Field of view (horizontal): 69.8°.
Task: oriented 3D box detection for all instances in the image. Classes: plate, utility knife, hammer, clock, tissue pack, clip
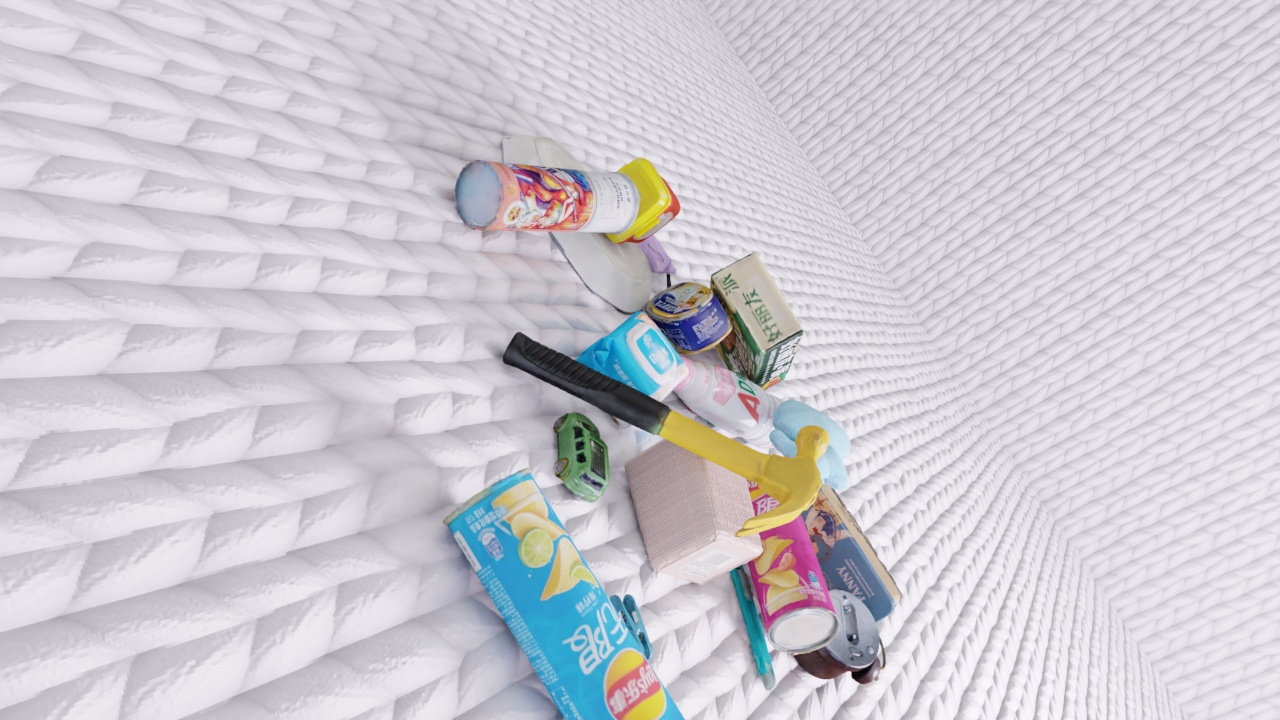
[{"bbox_3d":[-0.068,-0.175,1.117,0.265,0.034,0.161,56,23,4],"label":"plate"},{"bbox_3d":[0.102,0.226,0.910,0.029,0.013,0.215,37,28,-41],"label":"utility knife"},{"bbox_3d":[0.019,0.054,0.807,0.301,0.033,0.128,26,51,3],"label":"hammer"},{"bbox_3d":[0.205,0.283,0.935,0.122,0.055,0.081,21,46,-22],"label":"clock"},{"bbox_3d":[-0.006,0.006,0.949,0.090,0.063,0.139,53,24,-2],"label":"tissue pack"},{"bbox_3d":[-0.006,0.212,0.728,0.042,0.014,0.056,16,44,-54],"label":"clip"}]

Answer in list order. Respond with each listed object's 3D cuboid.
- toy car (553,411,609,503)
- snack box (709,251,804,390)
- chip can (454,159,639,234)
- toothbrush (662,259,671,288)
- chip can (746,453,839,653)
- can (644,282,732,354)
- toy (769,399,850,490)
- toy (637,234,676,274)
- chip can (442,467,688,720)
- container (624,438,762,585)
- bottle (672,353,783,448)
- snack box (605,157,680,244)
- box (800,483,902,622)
[{"bbox_3d":[-0.050,0.081,0.801,0.043,0.036,0.091,35,26,-33],"label":"toy car"},{"bbox_3d":[0.138,-0.037,1.146,0.114,0.063,0.240,60,-5,14],"label":"snack box"},{"bbox_3d":[-0.094,-0.170,0.971,0.214,0.071,0.071,-9,65,-51],"label":"chip can"},{"bbox_3d":[0.037,-0.078,1.208,0.015,0.018,0.180,33,33,-29],"label":"toothbrush"},{"bbox_3d":[0.140,0.190,0.934,0.071,0.071,0.210,39,22,-30],"label":"chip can"},{"bbox_3d":[0.054,-0.052,1.078,0.049,0.074,0.148,58,-7,-18],"label":"can"},{"bbox_3d":[0.196,0.092,1.058,0.161,0.050,0.156,19,30,-36],"label":"toy"},{"bbox_3d":[0.001,-0.153,1.206,0.108,0.039,0.083,51,14,4],"label":"toy"},{"bbox_3d":[-0.049,0.178,0.620,0.210,0.071,0.071,57,24,8],"label":"chip can"},{"bbox_3d":[0.050,0.137,0.846,0.090,0.090,0.110,30,37,-43],"label":"container"},{"bbox_3d":[0.100,0.046,1.092,0.196,0.068,0.068,28,34,-40],"label":"bottle"},{"bbox_3d":[-0.002,-0.185,1.099,0.082,0.091,0.080,60,17,14],"label":"snack box"},{"bbox_3d":[0.214,0.224,1.025,0.184,0.090,0.061,57,22,20],"label":"box"}]
